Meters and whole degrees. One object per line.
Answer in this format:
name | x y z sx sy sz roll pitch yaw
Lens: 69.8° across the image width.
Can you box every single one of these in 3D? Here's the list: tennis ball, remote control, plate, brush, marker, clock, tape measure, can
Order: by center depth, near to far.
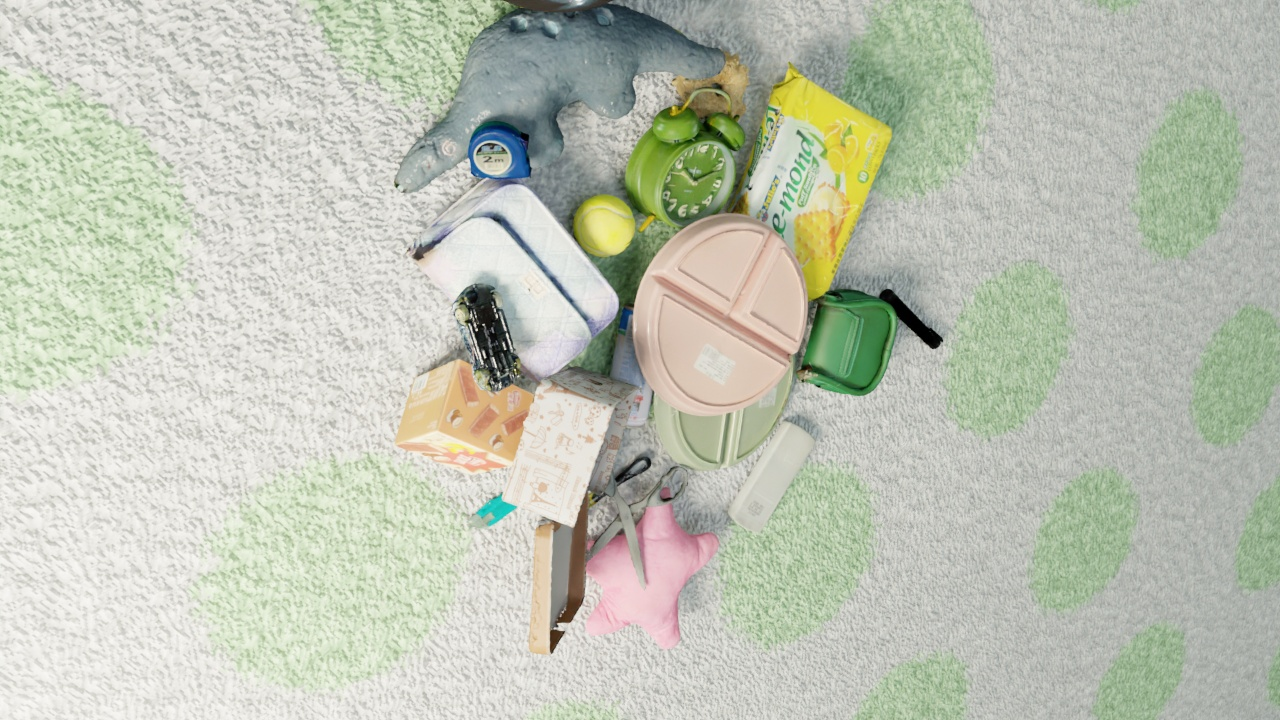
tape measure | -0.130 -0.193 0.843 0.058 0.025 0.055 -2 132 0
brush | 0.012 -0.321 0.962 0.254 0.046 0.083 18 99 -28
tennis ball | -0.038 -0.142 0.966 0.065 0.065 0.065 -8 108 -27
clock | 0.051 -0.212 0.975 0.116 0.056 0.161 -5 124 -39
plate | 0.096 -0.046 1.011 0.229 0.028 0.230 -9 108 -29
can | -0.006 0.006 1.034 0.053 0.053 0.135 5 102 -30
plate | 0.108 0.026 1.092 0.229 0.027 0.230 -16 116 -37
remote control | 0.170 0.151 1.194 0.058 0.021 0.150 35 86 -32
marker | 0.368 -0.055 1.243 0.132 0.022 0.020 36 49 -32

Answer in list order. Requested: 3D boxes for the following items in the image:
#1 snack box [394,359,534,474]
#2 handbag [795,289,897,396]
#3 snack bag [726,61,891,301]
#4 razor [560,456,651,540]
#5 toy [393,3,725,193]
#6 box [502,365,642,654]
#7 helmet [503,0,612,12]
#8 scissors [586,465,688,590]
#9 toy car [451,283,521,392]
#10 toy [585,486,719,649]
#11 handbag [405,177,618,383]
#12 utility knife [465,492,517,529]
snack box | -0.176 0.060 0.919 0.094 0.093 0.077 28 61 -32
handbag | 0.256 -0.024 1.162 0.120 0.068 0.131 3 104 -33
snack bag | 0.185 -0.199 1.072 0.158 0.068 0.246 18 97 -31
razor | -0.046 0.155 1.076 0.142 0.022 0.042 -34 92 -18
toy | -0.087 -0.271 0.882 0.356 0.091 0.138 -27 121 -9
box | -0.080 0.147 0.942 0.088 0.177 0.262 17 97 7
helmet | -0.078 -0.407 0.761 0.274 0.232 0.231 42 127 -18
scissors | -0.012 0.179 1.063 0.159 0.014 0.177 -14 88 -13
toy car | -0.149 -0.022 0.877 0.048 0.031 0.105 -26 107 -43
toy | 0.002 0.244 1.100 0.178 0.075 0.194 22 90 -22
handbag | -0.121 -0.084 0.926 0.134 0.075 0.194 -40 119 3
utility knife | -0.112 0.129 1.035 0.192 0.013 0.029 -38 119 -15
